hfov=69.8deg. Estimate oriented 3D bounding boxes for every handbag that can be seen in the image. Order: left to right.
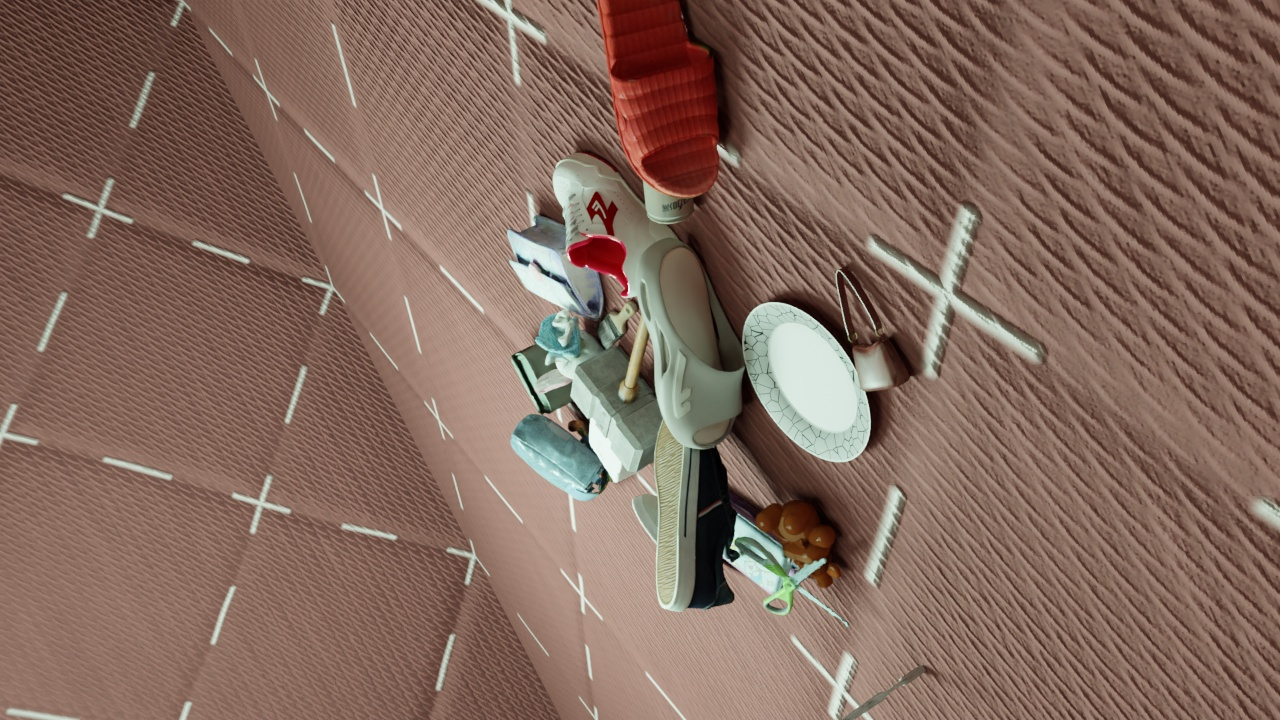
[{"bbox_3d":[-0.170,0.032,1.600,0.122,0.067,0.106,64,157,-6],"label":"handbag"},{"bbox_3d":[-0.125,-0.131,1.342,0.159,0.069,0.127,29,142,45],"label":"handbag"},{"bbox_3d":[-0.128,0.158,1.587,0.192,0.118,0.122,38,162,3],"label":"handbag"},{"bbox_3d":[0.209,-0.031,0.859,0.055,0.029,0.119,-15,98,63],"label":"handbag"}]

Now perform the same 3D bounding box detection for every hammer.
[{"bbox_3d":[-0.007,0.008,1.241,0.162,0.082,0.318,51,154,21],"label":"hammer"}]

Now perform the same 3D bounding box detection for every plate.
[{"bbox_3d":[0.063,0.259,1.356,0.182,0.034,0.182,44,-173,-7],"label":"plate"},{"bbox_3d":[0.178,0.021,0.978,0.188,0.016,0.189,44,150,33],"label":"plate"}]

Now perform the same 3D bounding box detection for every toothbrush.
[{"bbox_3d":[0.251,0.395,1.039,0.010,0.181,0.010,56,159,23],"label":"toothbrush"}]

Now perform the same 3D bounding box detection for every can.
[{"bbox_3d":[0.027,-0.216,0.972,0.054,0.054,0.136,38,146,41],"label":"can"}]

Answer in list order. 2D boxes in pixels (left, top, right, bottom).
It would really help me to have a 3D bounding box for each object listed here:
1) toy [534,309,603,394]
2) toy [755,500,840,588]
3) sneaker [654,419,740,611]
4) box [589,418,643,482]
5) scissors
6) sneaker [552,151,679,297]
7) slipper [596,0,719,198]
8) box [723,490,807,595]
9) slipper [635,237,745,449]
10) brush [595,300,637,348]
[{"bbox_3d":[-0.100,-0.024,1.384,0.105,0.131,0.206,13,161,-1],"label":"toy"},{"bbox_3d":[0.196,0.225,1.109,0.095,0.065,0.128,2,124,53],"label":"toy"},{"bbox_3d":[0.086,0.173,1.174,0.121,0.127,0.294,131,142,-60],"label":"sneaker"},{"bbox_3d":[-0.022,0.116,1.446,0.102,0.091,0.107,55,151,32],"label":"box"},{"bbox_3d":[0.183,0.272,1.119,0.172,0.021,0.172,39,141,8],"label":"scissors"},{"bbox_3d":[-0.057,-0.164,1.127,0.236,0.104,0.090,49,153,25],"label":"sneaker"},{"bbox_3d":[0.020,-0.272,0.871,0.059,0.103,0.249,-141,31,-67],"label":"slipper"},{"bbox_3d":[0.136,0.232,1.246,0.214,0.065,0.078,31,129,48],"label":"box"},{"bbox_3d":[0.072,-0.012,1.062,0.081,0.112,0.266,8,119,47],"label":"slipper"},{"bbox_3d":[-0.034,-0.053,1.312,0.039,0.012,0.151,60,155,4],"label":"brush"}]
